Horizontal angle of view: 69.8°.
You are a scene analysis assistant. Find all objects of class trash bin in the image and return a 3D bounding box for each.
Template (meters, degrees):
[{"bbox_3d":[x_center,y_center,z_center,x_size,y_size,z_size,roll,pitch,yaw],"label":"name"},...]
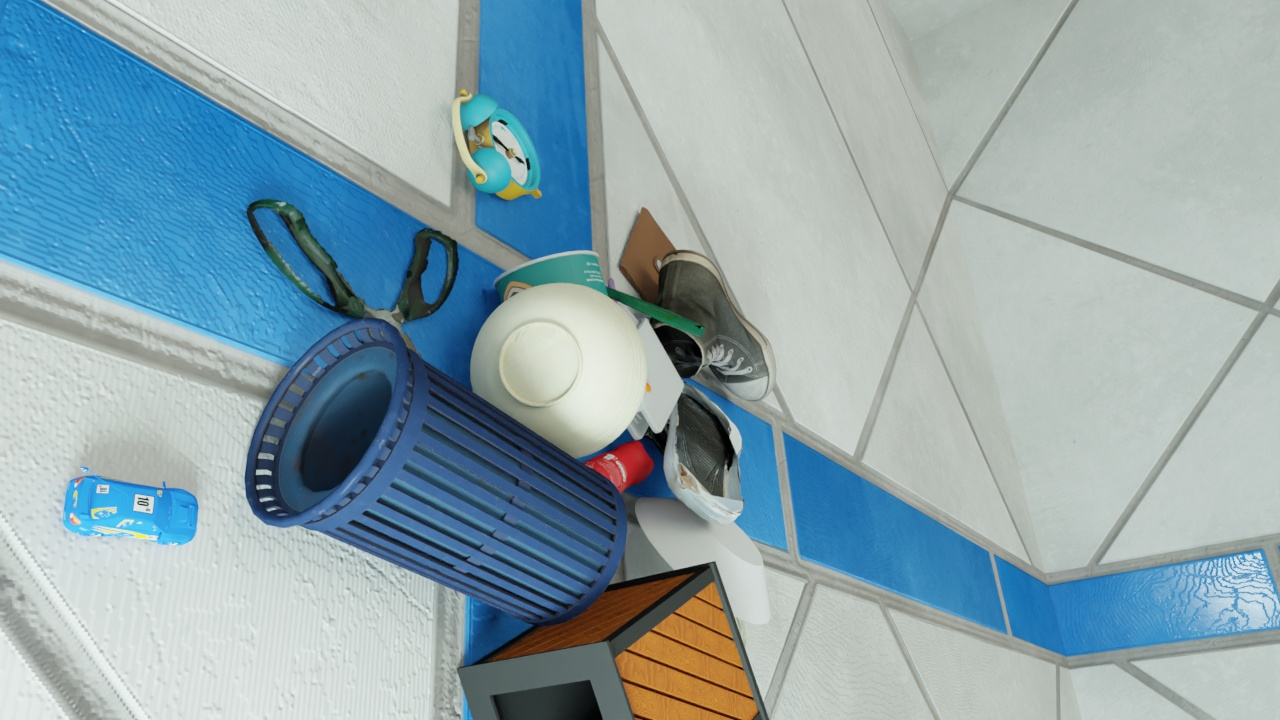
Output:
[{"bbox_3d":[-0.125,0.092,0.641,0.249,0.140,0.139,40,42,-43],"label":"trash bin"},{"bbox_3d":[-0.015,0.262,0.711,0.171,0.140,0.139,-14,85,-60],"label":"trash bin"}]

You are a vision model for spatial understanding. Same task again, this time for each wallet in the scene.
[{"bbox_3d":[0.014,-0.120,1.109,0.087,0.013,0.120,51,37,-29],"label":"wallet"},{"bbox_3d":[-0.005,0.005,0.928,0.115,0.038,0.118,60,28,-16],"label":"wallet"}]

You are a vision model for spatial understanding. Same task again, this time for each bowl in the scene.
[{"bbox_3d":[-0.073,0.006,0.743,0.075,0.151,0.150,27,46,-81],"label":"bowl"}]

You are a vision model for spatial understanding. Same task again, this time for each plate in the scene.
[{"bbox_3d":[0.074,0.183,0.911,0.174,0.036,0.173,38,11,-9],"label":"plate"}]

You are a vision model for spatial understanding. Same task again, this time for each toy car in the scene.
[{"bbox_3d":[-0.268,0.074,0.492,0.092,0.062,0.033,25,52,-51],"label":"toy car"}]

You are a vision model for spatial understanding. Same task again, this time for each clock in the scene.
[{"bbox_3d":[-0.139,-0.203,0.888,0.129,0.044,0.099,16,59,-63],"label":"clock"}]

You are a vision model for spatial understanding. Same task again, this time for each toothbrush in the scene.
[{"bbox_3d":[-0.015,-0.066,0.950,0.189,0.017,0.016,22,56,-19],"label":"toothbrush"}]

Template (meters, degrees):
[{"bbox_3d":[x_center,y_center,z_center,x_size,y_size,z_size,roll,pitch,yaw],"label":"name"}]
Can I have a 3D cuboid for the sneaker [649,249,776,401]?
[{"bbox_3d":[0.083,-0.007,1.080,0.235,0.095,0.119,57,41,-39],"label":"sneaker"}]

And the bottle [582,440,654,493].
[{"bbox_3d":[-0.034,0.110,0.867,0.141,0.042,0.042,-18,88,-60],"label":"bottle"}]

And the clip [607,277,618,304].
[{"bbox_3d":[-0.036,-0.064,0.992,0.013,0.029,0.050,-55,131,-53],"label":"clip"}]

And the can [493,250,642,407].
[{"bbox_3d":[-0.066,-0.014,0.833,0.099,0.099,0.144,-5,77,-59],"label":"can"}]

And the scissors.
[{"bbox_3d":[-0.213,-0.068,0.713,0.206,0.015,0.201,47,35,-35],"label":"scissors"}]

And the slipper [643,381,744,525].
[{"bbox_3d":[0.054,0.098,0.965,0.111,0.063,0.263,40,16,-11],"label":"slipper"}]

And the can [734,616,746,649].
[{"bbox_3d":[0.053,0.265,0.881,0.067,0.076,0.067,36,44,-44],"label":"can"}]
